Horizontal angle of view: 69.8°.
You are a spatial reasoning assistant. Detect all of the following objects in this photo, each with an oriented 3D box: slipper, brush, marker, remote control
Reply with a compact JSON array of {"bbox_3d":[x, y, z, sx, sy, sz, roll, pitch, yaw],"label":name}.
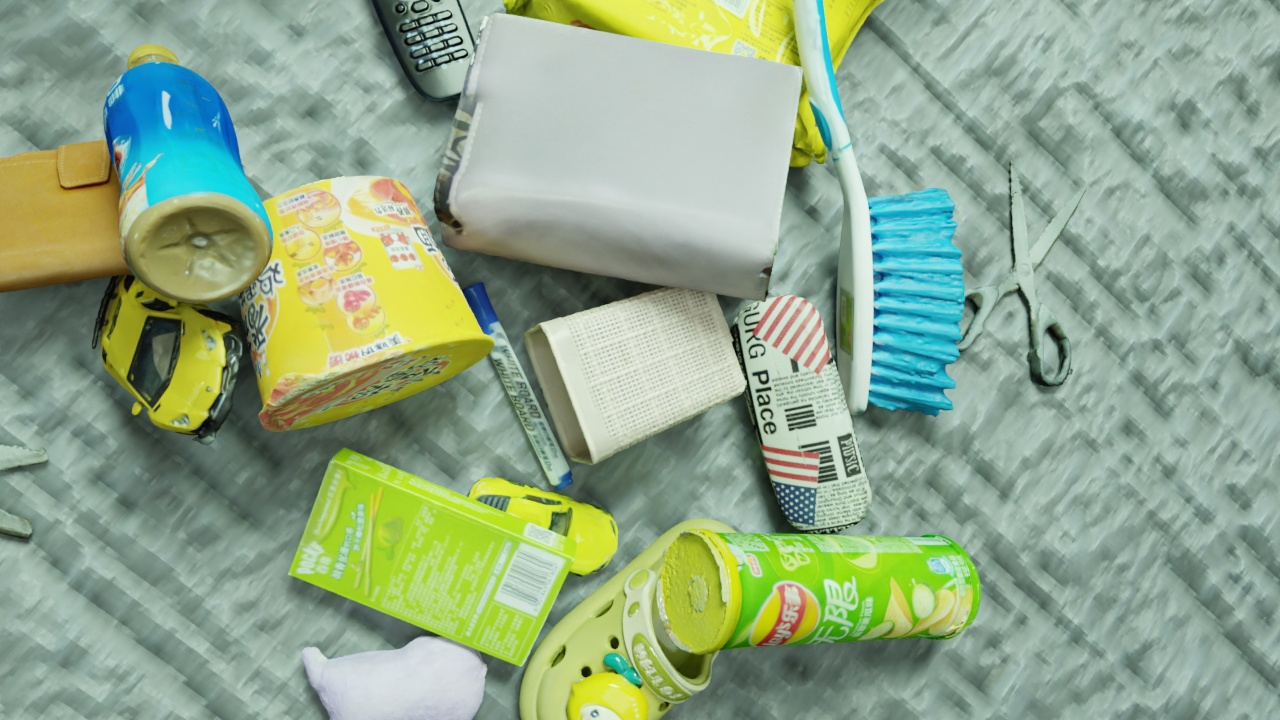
[{"bbox_3d":[0.004,0.180,0.583,0.091,0.082,0.190,46,77,-4],"label":"slipper"},{"bbox_3d":[0.154,-0.107,0.606,0.109,0.060,0.315,-4,107,-4],"label":"brush"},{"bbox_3d":[-0.081,0.018,0.603,0.017,0.017,0.146,-25,93,-12],"label":"marker"},{"bbox_3d":[-0.145,-0.231,0.595,0.053,0.024,0.136,-22,91,-11],"label":"remote control"}]

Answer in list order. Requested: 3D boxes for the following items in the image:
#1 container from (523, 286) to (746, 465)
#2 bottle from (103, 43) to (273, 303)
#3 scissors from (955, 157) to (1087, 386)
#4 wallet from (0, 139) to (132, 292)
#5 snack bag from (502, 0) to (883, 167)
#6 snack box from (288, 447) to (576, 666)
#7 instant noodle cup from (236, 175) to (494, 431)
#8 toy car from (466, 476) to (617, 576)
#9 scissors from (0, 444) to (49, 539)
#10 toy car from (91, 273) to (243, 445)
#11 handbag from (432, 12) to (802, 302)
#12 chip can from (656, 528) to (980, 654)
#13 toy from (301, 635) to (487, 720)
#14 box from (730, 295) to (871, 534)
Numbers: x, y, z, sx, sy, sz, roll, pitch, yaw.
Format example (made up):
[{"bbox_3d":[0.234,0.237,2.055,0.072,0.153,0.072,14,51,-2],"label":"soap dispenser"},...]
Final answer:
[{"bbox_3d":[-0.003,0.003,0.585,0.110,0.090,0.090,-21,92,-15],"label":"container"},{"bbox_3d":[-0.248,-0.115,0.491,0.065,0.218,0.065,-18,136,-19],"label":"bottle"},{"bbox_3d":[0.289,-0.061,0.688,0.181,0.014,0.159,-36,95,-12],"label":"scissors"},{"bbox_3d":[-0.313,-0.087,0.524,0.131,0.031,0.107,-12,52,-19],"label":"wallet"},{"bbox_3d":[0.041,-0.247,0.615,0.246,0.068,0.158,25,83,-11],"label":"snack bag"},{"bbox_3d":[-0.127,0.121,0.563,0.156,0.026,0.086,23,105,-6],"label":"snack box"},{"bbox_3d":[-0.168,-0.035,0.531,0.138,0.138,0.109,-20,84,-12],"label":"instant noodle cup"},{"bbox_3d":[-0.064,0.109,0.595,0.105,0.032,0.048,18,84,-13],"label":"toy car"},{"bbox_3d":[-0.467,0.067,0.519,0.221,0.015,0.189,-36,95,-12],"label":"scissors"},{"bbox_3d":[-0.262,-0.009,0.506,0.041,0.156,0.071,16,98,-47],"label":"toy car"},{"bbox_3d":[-0.010,-0.116,0.553,0.197,0.099,0.144,10,59,3],"label":"handbag"},{"bbox_3d":[0.121,0.145,0.583,0.221,0.073,0.072,7,86,-30],"label":"chip can"},{"bbox_3d":[-0.148,0.208,0.569,0.108,0.039,0.084,-10,90,-15],"label":"toy"},{"bbox_3d":[0.106,0.037,0.610,0.075,0.081,0.163,-15,94,-7],"label":"box"}]
